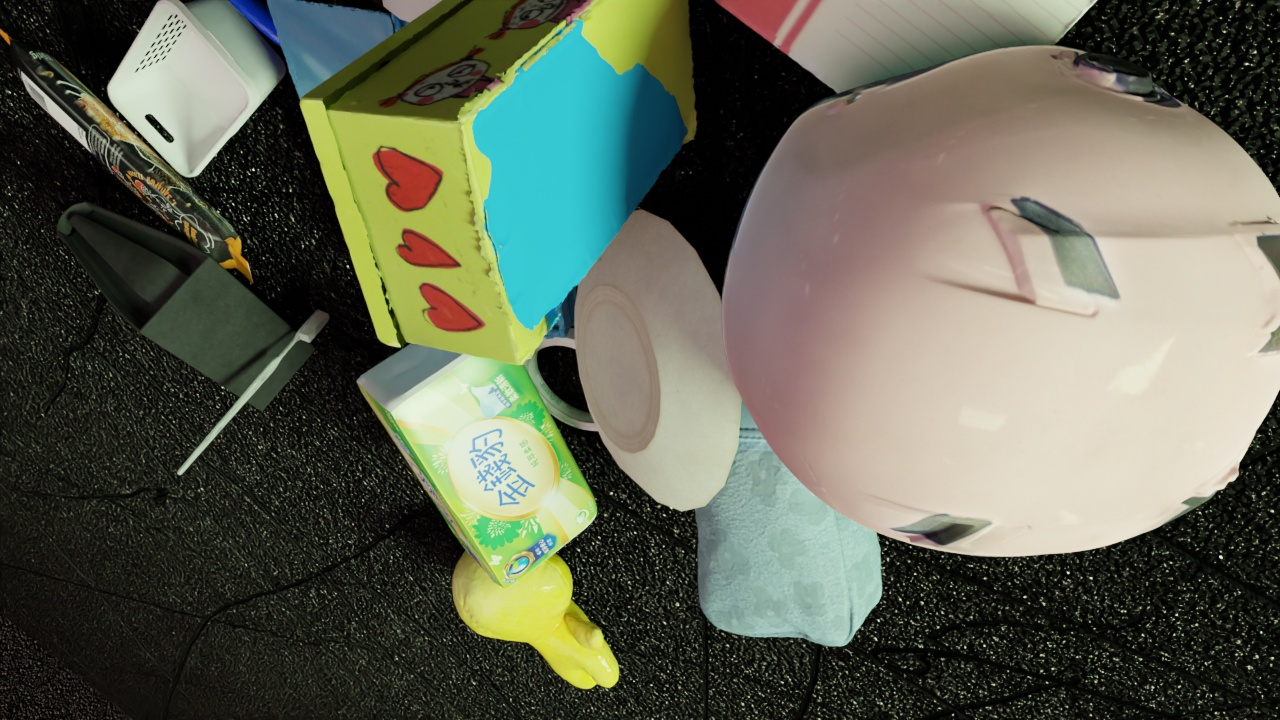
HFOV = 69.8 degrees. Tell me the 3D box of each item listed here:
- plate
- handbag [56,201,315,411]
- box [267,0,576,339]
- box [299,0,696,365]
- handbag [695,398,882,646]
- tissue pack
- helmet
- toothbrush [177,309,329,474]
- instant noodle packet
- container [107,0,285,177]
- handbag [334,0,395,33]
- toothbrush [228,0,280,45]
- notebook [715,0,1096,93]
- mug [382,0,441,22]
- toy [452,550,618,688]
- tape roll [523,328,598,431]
[{"bbox_3d":[-0.004,0.004,0.569,0.189,0.027,0.189,32,128,53],"label":"plate"},{"bbox_3d":[-0.399,-0.065,0.761,0.196,0.072,0.176,33,165,17],"label":"handbag"},{"bbox_3d":[-0.130,-0.121,0.595,0.175,0.033,0.232,15,138,16],"label":"box"},{"bbox_3d":[-0.049,-0.111,0.432,0.081,0.220,0.124,12,136,22],"label":"box"},{"bbox_3d":[0.096,0.077,0.587,0.122,0.118,0.192,-4,101,33],"label":"handbag"},{"bbox_3d":[-0.137,0.061,0.734,0.141,0.120,0.198,26,140,53],"label":"tissue pack"},{"bbox_3d":[0.170,-0.011,0.400,0.255,0.152,0.230,7,115,-10],"label":"helmet"},{"bbox_3d":[-0.304,0.023,0.732,0.010,0.181,0.010,20,141,9],"label":"toothbrush"},{"bbox_3d":[-0.383,-0.146,0.700,0.221,0.032,0.160,46,164,-14],"label":"instant noodle packet"},{"bbox_3d":[-0.302,-0.192,0.632,0.130,0.049,0.081,-23,114,42],"label":"container"},{"bbox_3d":[-0.165,-0.208,0.558,0.055,0.029,0.120,24,142,3],"label":"handbag"},{"bbox_3d":[-0.214,-0.192,0.605,0.182,0.016,0.018,42,142,-10],"label":"toothbrush"},{"bbox_3d":[0.136,-0.200,0.393,0.153,0.012,0.209,36,137,-2],"label":"notebook"},{"bbox_3d":[-0.110,-0.231,0.464,0.105,0.073,0.090,21,136,12],"label":"mug"},{"bbox_3d":[-0.104,0.240,0.878,0.207,0.092,0.134,43,140,-14],"label":"toy"},{"bbox_3d":[-0.048,0.015,0.697,0.093,0.013,0.093,17,135,18],"label":"tape roll"}]
